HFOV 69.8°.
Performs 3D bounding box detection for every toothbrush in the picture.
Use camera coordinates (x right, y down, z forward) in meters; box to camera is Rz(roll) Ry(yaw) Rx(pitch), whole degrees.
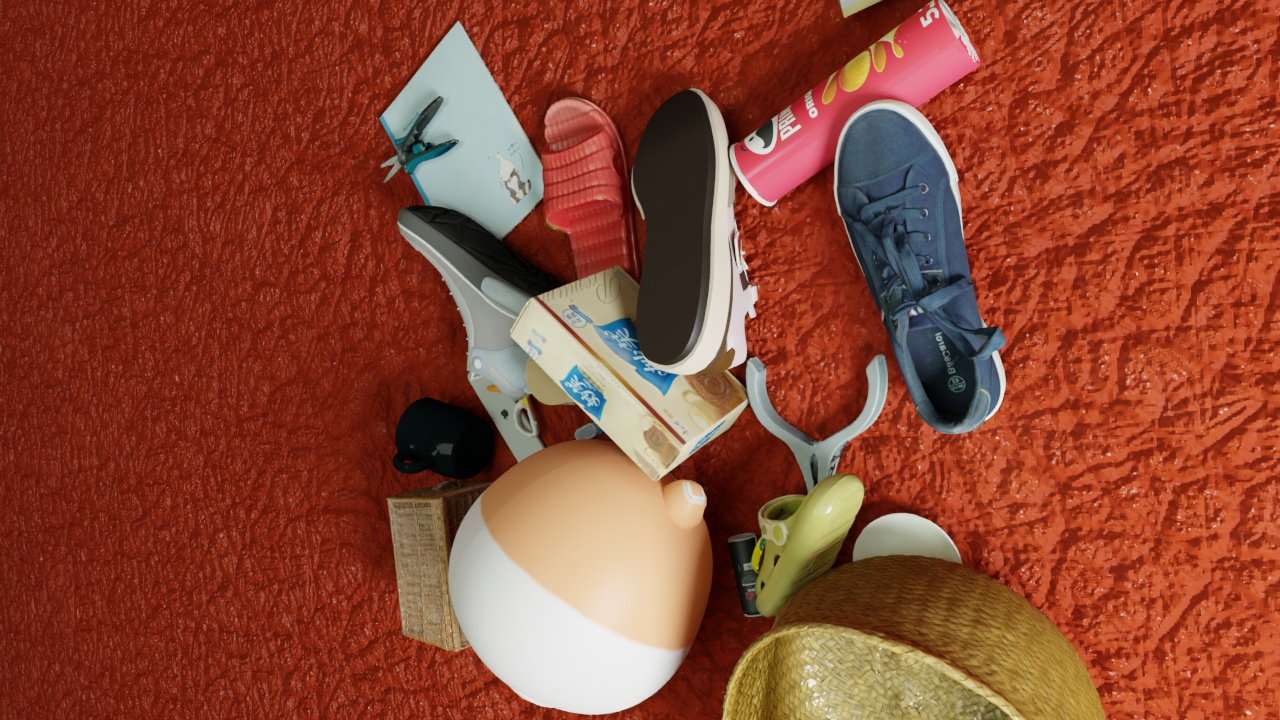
[{"bbox_3d":[-0.011,0.056,1.026,0.167,0.014,0.016,-28,80,32],"label":"toothbrush"}]

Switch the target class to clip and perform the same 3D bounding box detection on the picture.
[{"bbox_3d":[0.154,0.045,0.908,0.164,0.031,0.169,31,111,29],"label":"clip"}]

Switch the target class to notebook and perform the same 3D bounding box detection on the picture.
[{"bbox_3d":[-0.220,-0.258,1.130,0.182,0.009,0.253,-39,74,31],"label":"notebook"}]

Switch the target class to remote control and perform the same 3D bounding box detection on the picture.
[{"bbox_3d":[-0.166,0.064,1.134,0.045,0.008,0.146,-43,73,29],"label":"remote control"}]

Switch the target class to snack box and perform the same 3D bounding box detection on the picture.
[{"bbox_3d":[-0.005,0.005,0.914,0.207,0.152,0.055,45,125,12],"label":"snack box"}]

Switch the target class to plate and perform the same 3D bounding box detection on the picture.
[{"bbox_3d":[0.253,0.192,0.859,0.104,0.026,0.104,5,99,34],"label":"plate"}]

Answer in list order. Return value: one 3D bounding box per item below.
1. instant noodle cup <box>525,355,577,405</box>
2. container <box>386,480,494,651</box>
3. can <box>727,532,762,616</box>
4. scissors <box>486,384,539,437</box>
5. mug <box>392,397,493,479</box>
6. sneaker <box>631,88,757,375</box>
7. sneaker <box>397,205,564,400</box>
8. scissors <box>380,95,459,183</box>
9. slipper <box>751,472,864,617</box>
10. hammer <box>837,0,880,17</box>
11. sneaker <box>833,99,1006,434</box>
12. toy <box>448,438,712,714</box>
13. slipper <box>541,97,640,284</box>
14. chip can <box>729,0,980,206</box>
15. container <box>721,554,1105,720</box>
[{"bbox_3d":[-0.065,0.010,0.997,0.100,0.112,0.100,6,100,33],"label":"instant noodle cup"},{"bbox_3d":[-0.229,0.247,1.137,0.113,0.113,0.198,-3,92,39],"label":"container"},{"bbox_3d":[0.114,0.222,0.952,0.032,0.031,0.080,-13,89,34],"label":"can"},{"bbox_3d":[-0.137,0.033,1.103,0.125,0.011,0.131,-7,85,31],"label":"scissors"},{"bbox_3d":[-0.251,0.105,1.129,0.095,0.121,0.085,16,121,31],"label":"mug"},{"bbox_3d":[0.070,-0.125,0.913,0.112,0.116,0.293,-18,67,42],"label":"sneaker"},{"bbox_3d":[-0.203,-0.068,1.086,0.257,0.092,0.161,33,115,21],"label":"sneaker"},{"bbox_3d":[-0.278,-0.273,1.149,0.151,0.019,0.119,17,106,34],"label":"scissors"},{"bbox_3d":[0.143,0.166,0.869,0.081,0.091,0.191,40,136,26],"label":"slipper"},{"bbox_3d":[0.287,-0.407,0.700,0.325,0.190,0.100,-21,84,17],"label":"hammer"},{"bbox_3d":[0.230,-0.073,0.760,0.121,0.127,0.294,-16,95,31],"label":"sneaker"},{"bbox_3d":[-0.048,0.208,0.932,0.281,0.265,0.263,-55,33,7],"label":"toy"},{"bbox_3d":[-0.060,-0.169,1.006,0.104,0.059,0.248,-13,90,34],"label":"slipper"},{"bbox_3d":[0.187,-0.227,0.825,0.221,0.069,0.069,-31,78,32],"label":"chip can"},{"bbox_3d":[0.233,0.323,0.770,0.307,0.196,0.307,11,110,30],"label":"container"}]
